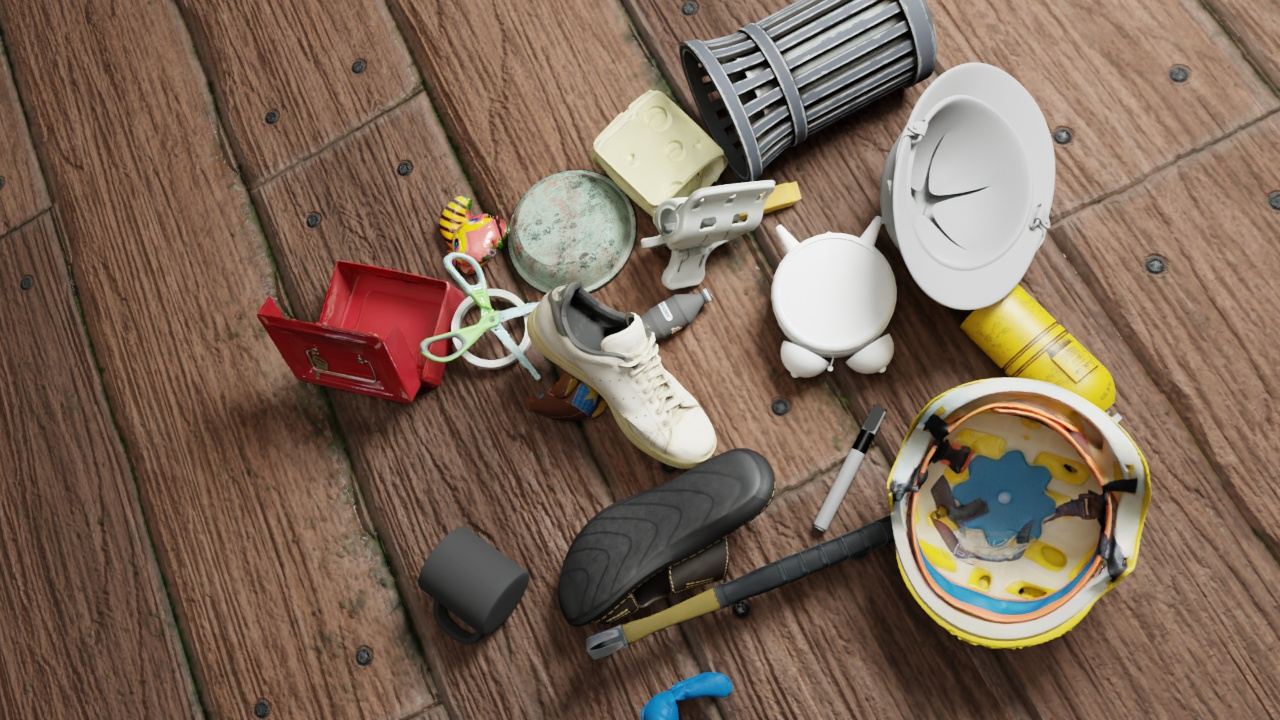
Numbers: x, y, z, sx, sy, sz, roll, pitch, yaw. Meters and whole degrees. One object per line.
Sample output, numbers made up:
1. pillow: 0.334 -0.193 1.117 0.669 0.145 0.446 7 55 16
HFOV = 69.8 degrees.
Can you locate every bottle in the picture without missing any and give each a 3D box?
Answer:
1. bottle: 0.398 0.003 0.896 0.071 0.071 0.164 -40 72 1
2. bottle: 0.029 -0.046 1.006 0.110 0.036 0.036 -29 73 4

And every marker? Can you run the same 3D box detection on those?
1. marker: 0.215 0.110 0.941 0.016 0.016 0.140 27 84 17

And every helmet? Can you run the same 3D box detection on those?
1. helmet: 0.306 -0.163 0.934 0.183 0.118 0.270 30 71 -15
2. helmet: 0.341 0.129 0.849 0.209 0.139 0.240 18 103 20

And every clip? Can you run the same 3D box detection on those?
1. clip: 0.064 -0.142 0.972 0.143 0.124 0.072 -46 64 47

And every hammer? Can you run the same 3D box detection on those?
1. hammer: 0.101 0.223 0.901 0.333 0.118 0.025 -22 76 1

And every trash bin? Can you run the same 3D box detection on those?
1. trash bin: 0.180 -0.313 0.974 0.227 0.164 0.164 -28 73 1

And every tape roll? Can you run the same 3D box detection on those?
1. tape roll: -0.169 -0.036 1.051 0.093 0.013 0.093 0 79 1

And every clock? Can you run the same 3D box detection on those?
1. clock: 0.202 -0.063 0.963 0.125 0.073 0.161 -4 84 11

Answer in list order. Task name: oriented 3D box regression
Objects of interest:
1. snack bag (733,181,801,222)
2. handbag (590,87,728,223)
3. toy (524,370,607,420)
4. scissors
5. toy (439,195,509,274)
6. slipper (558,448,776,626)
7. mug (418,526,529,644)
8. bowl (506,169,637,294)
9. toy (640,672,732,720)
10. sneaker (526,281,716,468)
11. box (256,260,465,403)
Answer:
1. snack bag: 0.128 -0.175 1.023 0.099 0.020 0.026 -16 80 9
2. handbag: 0.019 -0.227 1.024 0.111 0.081 0.119 -46 73 7
3. toy: -0.083 0.022 1.019 0.103 0.070 0.090 -3 62 35
4. scissors: -0.167 -0.049 1.020 0.171 0.022 0.174 -22 88 -26
5. toy: -0.198 -0.145 1.075 0.084 0.046 0.103 -51 61 21
6. slipper: 0.028 0.185 0.937 0.268 0.075 0.113 -35 48 13
7. mug: -0.181 0.247 0.972 0.088 0.078 0.114 31 112 17
8. bowl: -0.084 -0.153 1.055 0.157 0.038 0.157 -3 77 12
9. toy: 0.022 0.373 0.885 0.071 0.113 0.176 31 76 3
10. sneaker: -0.006 0.005 0.940 0.241 0.103 0.088 40 51 0
11. box: -0.302 -0.046 1.042 0.157 0.154 0.167 12 50 13
